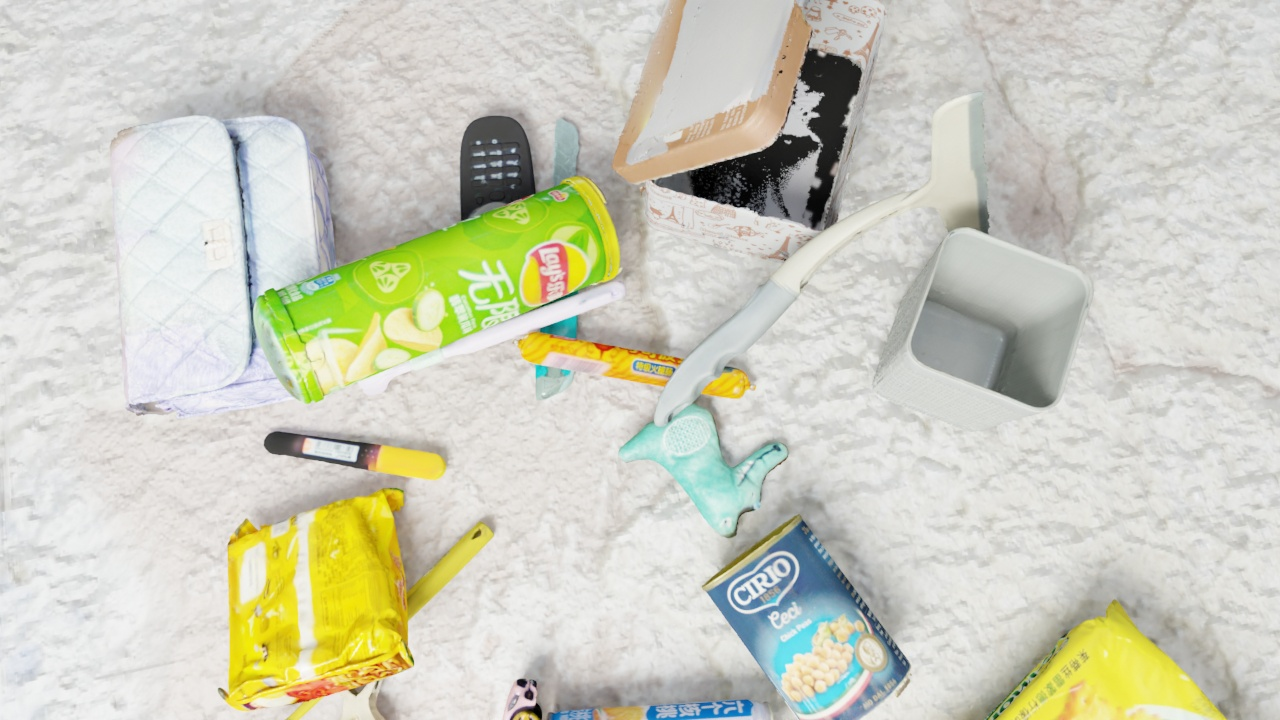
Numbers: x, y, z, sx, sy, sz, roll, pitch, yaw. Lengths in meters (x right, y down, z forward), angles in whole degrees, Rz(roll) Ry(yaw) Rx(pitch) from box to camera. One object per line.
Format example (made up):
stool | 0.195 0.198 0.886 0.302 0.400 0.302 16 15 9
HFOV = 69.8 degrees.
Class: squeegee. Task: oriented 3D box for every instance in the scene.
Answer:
squeegee | 0.098 -0.045 0.563 0.247 0.246 0.039 -38 70 12

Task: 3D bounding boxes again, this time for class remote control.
remote control | -0.099 -0.105 0.641 0.053 0.024 0.136 -3 79 -4

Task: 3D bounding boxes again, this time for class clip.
clip | -0.184 0.224 0.558 0.083 0.035 0.104 -24 73 -6

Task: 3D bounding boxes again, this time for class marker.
marker | -0.189 0.062 0.607 0.124 0.015 0.018 8 75 5

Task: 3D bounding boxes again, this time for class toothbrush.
toothbrush | -0.099 -0.018 0.615 0.189 0.021 0.029 -19 115 0
toothbrush | -0.162 0.168 0.558 0.016 0.017 0.189 39 66 17

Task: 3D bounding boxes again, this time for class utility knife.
utility knife | -0.057 -0.074 0.639 0.029 0.013 0.207 1 76 -1

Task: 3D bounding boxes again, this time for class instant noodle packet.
instant noodle packet | -0.193 0.140 0.552 0.110 0.044 0.128 -14 47 -5

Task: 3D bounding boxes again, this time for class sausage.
sausage | -0.004 0.004 0.610 0.165 0.021 0.021 10 76 -4

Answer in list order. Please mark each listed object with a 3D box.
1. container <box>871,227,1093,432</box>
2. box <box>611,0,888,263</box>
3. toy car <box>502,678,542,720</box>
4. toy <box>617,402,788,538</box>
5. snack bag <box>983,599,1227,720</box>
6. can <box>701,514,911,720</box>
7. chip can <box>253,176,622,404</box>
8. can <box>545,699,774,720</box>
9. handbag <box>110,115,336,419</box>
container | 0.203 -0.012 0.572 0.090 0.114 0.090 22 77 5
box | 0.074 -0.184 0.581 0.153 0.178 0.182 15 77 2
toy car | -0.078 0.251 0.540 0.037 0.056 0.122 6 76 -6
toy | 0.047 0.068 0.599 0.096 0.030 0.092 -33 83 -15
snack bag | 0.242 0.273 0.527 0.246 0.068 0.158 -39 79 -9
can | 0.100 0.159 0.551 0.075 0.075 0.111 -35 79 -8
chip can | -0.121 -0.045 0.565 0.221 0.073 0.072 -25 77 -20
can | 0.012 0.232 0.544 0.134 0.053 0.053 -3 76 -1
handbag | -0.274 -0.066 0.606 0.134 0.076 0.193 -11 76 -5
